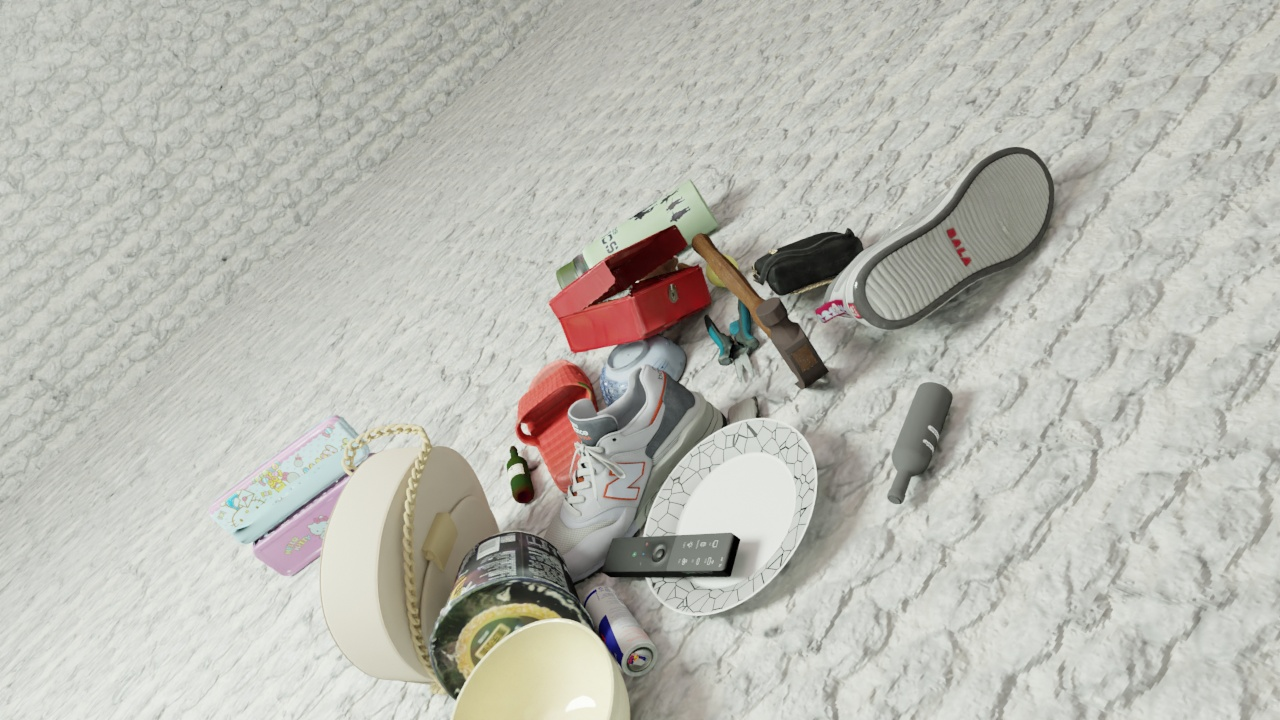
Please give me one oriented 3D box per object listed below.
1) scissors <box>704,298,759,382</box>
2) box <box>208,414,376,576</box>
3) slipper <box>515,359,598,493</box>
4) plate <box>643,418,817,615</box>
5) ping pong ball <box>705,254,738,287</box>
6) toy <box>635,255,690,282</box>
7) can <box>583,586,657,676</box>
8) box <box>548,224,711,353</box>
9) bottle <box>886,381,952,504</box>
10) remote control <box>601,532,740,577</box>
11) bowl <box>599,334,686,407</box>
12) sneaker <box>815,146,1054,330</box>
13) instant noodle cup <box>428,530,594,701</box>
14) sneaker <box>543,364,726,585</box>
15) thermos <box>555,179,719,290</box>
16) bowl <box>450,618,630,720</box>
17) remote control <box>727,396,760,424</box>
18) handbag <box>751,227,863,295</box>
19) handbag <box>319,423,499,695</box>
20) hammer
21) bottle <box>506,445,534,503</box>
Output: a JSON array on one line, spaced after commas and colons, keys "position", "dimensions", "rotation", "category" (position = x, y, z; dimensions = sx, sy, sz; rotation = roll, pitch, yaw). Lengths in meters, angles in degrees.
[{"position": [0.105, -0.028, 1.022], "dimensions": [0.124, 0.019, 0.147], "rotation": [-2, 47, 45], "category": "scissors"}, {"position": [-0.427, 0.177, 1.185], "dimensions": [0.214, 0.151, 0.035], "rotation": [-36, 28, 3], "category": "box"}, {"position": [-0.099, 0.063, 1.079], "dimensions": [0.103, 0.059, 0.248], "rotation": [-35, 31, 4], "category": "slipper"}, {"position": [0.078, 0.136, 0.802], "dimensions": [0.189, 0.016, 0.188], "rotation": [-33, 35, 27], "category": "plate"}, {"position": [0.100, -0.109, 1.118], "dimensions": [0.040, 0.040, 0.040], "rotation": [-27, 31, 18], "category": "ping pong ball"}, {"position": [0.027, -0.114, 1.205], "dimensions": [0.102, 0.041, 0.054], "rotation": [-23, 55, 40], "category": "toy"}, {"position": [-0.019, 0.229, 0.785], "dimensions": [0.032, 0.032, 0.095], "rotation": [-42, 30, -7], "category": "can"}, {"position": [-0.010, -0.073, 1.093], "dimensions": [0.134, 0.110, 0.157], "rotation": [-25, 6, 42], "category": "box"}, {"position": [0.224, 0.069, 0.746], "dimensions": [0.030, 0.030, 0.112], "rotation": [-4, 44, 44], "category": "bottle"}, {"position": [0.023, 0.171, 0.802], "dimensions": [0.150, 0.013, 0.034], "rotation": [-14, 47, 45], "category": "remote control"}, {"position": [-0.006, 0.006, 1.068], "dimensions": [0.114, 0.045, 0.114], "rotation": [-27, 31, 18], "category": "bowl"}, {"position": [0.283, -0.111, 0.884], "dimensions": [0.262, 0.097, 0.129], "rotation": [-36, 7, -15], "category": "sneaker"}, {"position": [-0.111, 0.221, 0.810], "dimensions": [0.137, 0.137, 0.112], "rotation": [-35, 20, 6], "category": "instant noodle cup"}, {"position": [-0.034, 0.097, 0.891], "dimensions": [0.239, 0.124, 0.089], "rotation": [-44, 30, -10], "category": "sneaker"}, {"position": [-0.008, -0.154, 1.267], "dimensions": [0.232, 0.082, 0.082], "rotation": [-32, 30, 11], "category": "thermos"}, {"position": [-0.067, 0.286, 0.709], "dimensions": [0.151, 0.075, 0.150], "rotation": [-22, 39, 19], "category": "bowl"}, {"position": [0.103, 0.085, 0.873], "dimensions": [0.033, 0.013, 0.136], "rotation": [-28, 31, 20], "category": "remote control"}, {"position": [0.181, -0.113, 1.004], "dimensions": [0.128, 0.054, 0.079], "rotation": [-21, 23, -10], "category": "handbag"}, {"position": [-0.219, 0.192, 0.877], "dimensions": [0.103, 0.209, 0.210], "rotation": [-5, 40, 18], "category": "handbag"}, {"position": [0.113, -0.070, 0.972], "dimensions": [0.033, 0.115, 0.322], "rotation": [-36, 30, 4], "category": "hammer"}, {"position": [-0.142, 0.129, 1.067], "dimensions": [0.025, 0.025, 0.106], "rotation": [-36, 30, 4], "category": "bottle"}]
